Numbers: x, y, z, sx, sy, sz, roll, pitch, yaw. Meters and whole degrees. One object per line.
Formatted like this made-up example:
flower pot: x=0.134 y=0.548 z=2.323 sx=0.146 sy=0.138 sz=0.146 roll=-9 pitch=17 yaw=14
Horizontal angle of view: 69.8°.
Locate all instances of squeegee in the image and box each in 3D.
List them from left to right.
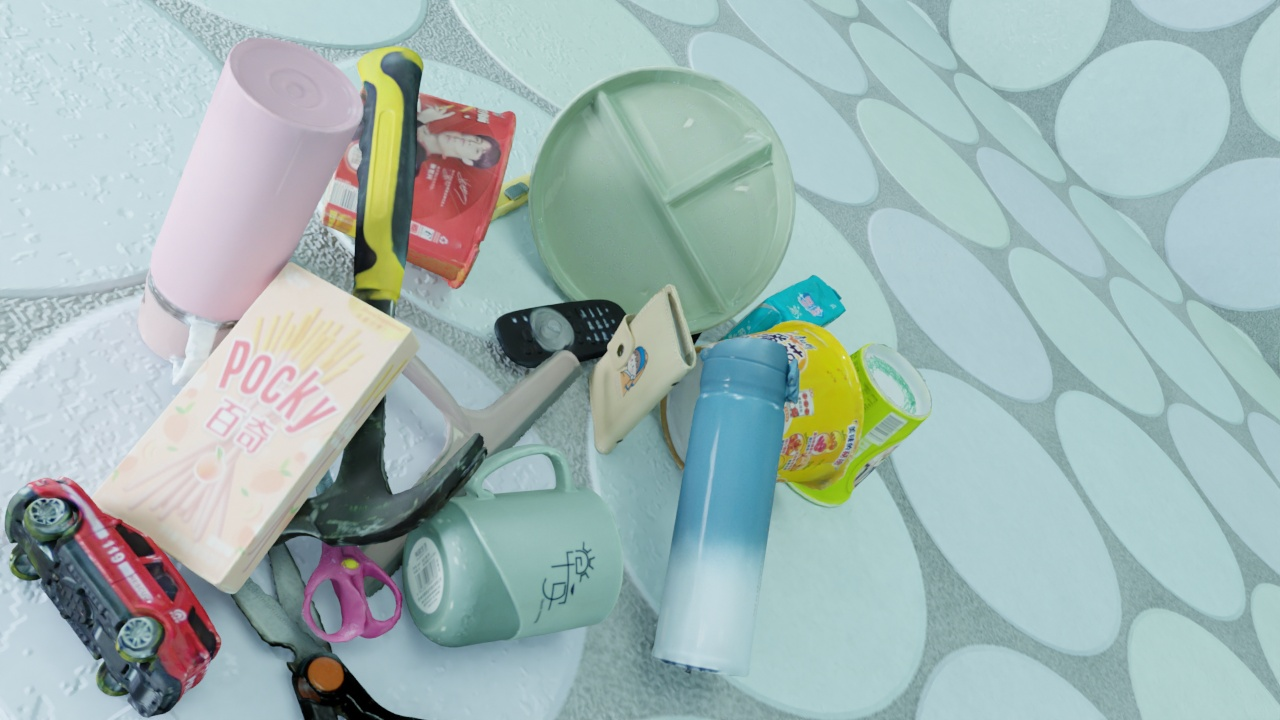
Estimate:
squeegee: x=-0.184 y=-0.017 z=0.595 sx=0.249 sy=0.040 sz=0.246 roll=39 pitch=43 yaw=1

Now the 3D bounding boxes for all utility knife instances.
utility knife: x=-0.123 y=-0.138 z=0.806 sx=0.031 sy=0.018 sz=0.165 roll=39 pitch=41 yaw=5

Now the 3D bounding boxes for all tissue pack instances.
tissue pack: x=0.125 y=-0.029 z=0.857 sx=0.050 sy=0.093 sz=0.133 roll=54 pitch=37 yaw=8

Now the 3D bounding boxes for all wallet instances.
wallet: x=-0.004 y=0.004 z=0.685 sx=0.024 sy=0.115 sz=0.087 roll=16 pitch=45 yaw=-28

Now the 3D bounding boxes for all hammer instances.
hammer: x=-0.151 y=-0.052 z=0.541 sx=0.126 sy=0.032 sz=0.322 roll=-2 pitch=66 yaw=-1

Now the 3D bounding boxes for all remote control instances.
remote control: x=-0.061 y=-0.020 z=0.732 sx=0.136 sy=0.024 sz=0.053 roll=-12 pitch=70 yaw=-44

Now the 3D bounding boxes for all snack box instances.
snack box: x=-0.194 y=0.030 z=0.473 sx=0.084 sy=0.026 sz=0.157 roll=27 pitch=70 yaw=13

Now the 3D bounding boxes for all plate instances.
plate: x=0.019 y=-0.134 z=0.788 sx=0.230 sy=0.230 sz=0.027 roll=38 pitch=0 yaw=-6

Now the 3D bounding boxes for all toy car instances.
toy car: x=-0.242 y=0.105 z=0.420 sx=0.120 sy=0.053 sz=0.045 roll=49 pitch=35 yaw=3

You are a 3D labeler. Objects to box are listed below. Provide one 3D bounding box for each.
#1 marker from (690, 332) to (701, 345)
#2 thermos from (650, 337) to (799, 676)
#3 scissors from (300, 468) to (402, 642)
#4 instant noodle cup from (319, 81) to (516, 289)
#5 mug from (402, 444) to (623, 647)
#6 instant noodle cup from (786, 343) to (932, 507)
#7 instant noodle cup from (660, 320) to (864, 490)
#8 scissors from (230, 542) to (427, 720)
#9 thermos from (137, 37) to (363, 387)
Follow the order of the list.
marker: x=0.027 y=-0.003 z=0.802 sx=0.022 sy=0.020 sz=0.131 roll=27 pitch=36 yaw=6
thermos: x=0.058 y=0.093 z=0.609 sx=0.070 sy=0.070 sz=0.220 roll=19 pitch=75 yaw=-29
scissors: x=-0.168 y=0.091 z=0.508 sx=0.056 sy=0.017 sz=0.133 roll=1 pitch=53 yaw=-39
instant noodle cup: x=-0.163 y=-0.134 z=0.665 sx=0.108 sy=0.138 sz=0.137 roll=17 pitch=43 yaw=-18
mug: x=-0.075 y=0.105 z=0.531 sx=0.106 sy=0.082 sz=0.111 roll=2 pitch=92 yaw=-37
instant noodle cup: x=0.186 y=0.050 z=0.808 sx=0.111 sy=0.124 sz=0.111 roll=25 pitch=40 yaw=-23
instant noodle cup: x=0.090 y=0.039 z=0.731 sx=0.109 sy=0.138 sz=0.138 roll=-6 pitch=58 yaw=-36
scissors: x=-0.146 y=0.177 z=0.470 sx=0.189 sy=0.022 sz=0.229 roll=20 pitch=36 yaw=-35
thermos: x=-0.216 y=-0.067 z=0.489 sx=0.067 sy=0.199 sz=0.087 roll=17 pitch=42 yaw=-33
